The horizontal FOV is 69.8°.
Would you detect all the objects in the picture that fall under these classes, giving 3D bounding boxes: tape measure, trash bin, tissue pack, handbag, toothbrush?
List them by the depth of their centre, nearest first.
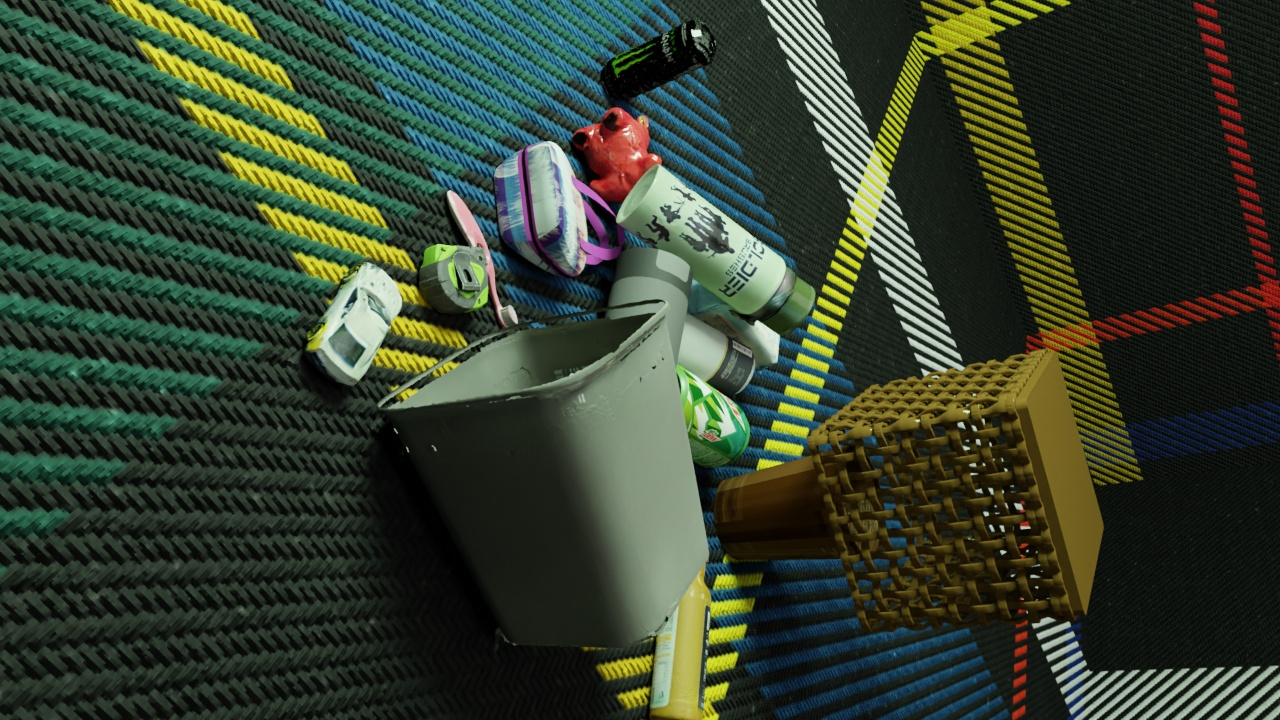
[{"bbox_3d":[-0.057,0.093,0.738,0.196,0.198,0.220,-41,118,-56],"label":"trash bin"},{"bbox_3d":[-0.156,-0.070,0.784,0.065,0.036,0.058,-9,86,-58],"label":"tape measure"},{"bbox_3d":[-0.143,-0.091,0.830,0.021,0.016,0.135,-43,114,-58],"label":"toothbrush"},{"bbox_3d":[-0.069,-0.144,0.932,0.169,0.068,0.144,16,63,-61],"label":"handbag"},{"bbox_3d":[0.114,-0.068,1.120,0.182,0.070,0.111,41,48,-46],"label":"tissue pack"}]

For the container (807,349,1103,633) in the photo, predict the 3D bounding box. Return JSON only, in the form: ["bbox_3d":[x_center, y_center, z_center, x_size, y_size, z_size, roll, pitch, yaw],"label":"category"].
[{"bbox_3d":[0.350,0.135,0.993,0.250,0.215,0.219,-22,96,-58],"label":"container"}]

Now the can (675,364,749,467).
[{"bbox_3d":[0.054,0.062,1.009,0.144,0.083,0.083,33,52,-47],"label":"can"}]

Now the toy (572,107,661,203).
[{"bbox_3d":[-0.009,-0.214,1.033,0.093,0.088,0.133,-36,110,-67],"label":"toy"}]

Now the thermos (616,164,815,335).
[{"bbox_3d":[0.085,-0.110,0.993,0.231,0.083,0.082,34,47,-18],"label":"thermos"}]

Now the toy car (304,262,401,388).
[{"bbox_3d":[-0.210,-0.030,0.688,0.048,0.033,0.105,49,40,-33],"label":"toy car"}]

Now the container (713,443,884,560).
[{"bbox_3d":[0.184,0.177,1.084,0.132,0.168,0.132,28,55,-49],"label":"container"}]

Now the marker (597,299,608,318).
[{"bbox_3d":[-0.001,-0.007,1.012,0.145,0.019,0.019,54,38,-30],"label":"marker"}]

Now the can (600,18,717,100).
[{"bbox_3d":[0.021,-0.349,1.071,0.054,0.138,0.053,29,54,-50],"label":"can"}]

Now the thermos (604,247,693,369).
[{"bbox_3d":[-0.005,0.005,0.917,0.082,0.082,0.239,39,53,-43],"label":"thermos"}]

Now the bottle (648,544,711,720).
[{"bbox_3d":[0.044,0.274,0.937,0.053,0.053,0.185,40,46,-42],"label":"bottle"}]

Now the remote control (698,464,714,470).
[{"bbox_3d":[0.085,0.068,1.119,0.032,0.015,0.136,43,47,-40],"label":"remote control"}]

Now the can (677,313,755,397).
[{"bbox_3d":[0.065,-0.011,1.046,0.127,0.064,0.064,28,51,-19],"label":"can"}]
